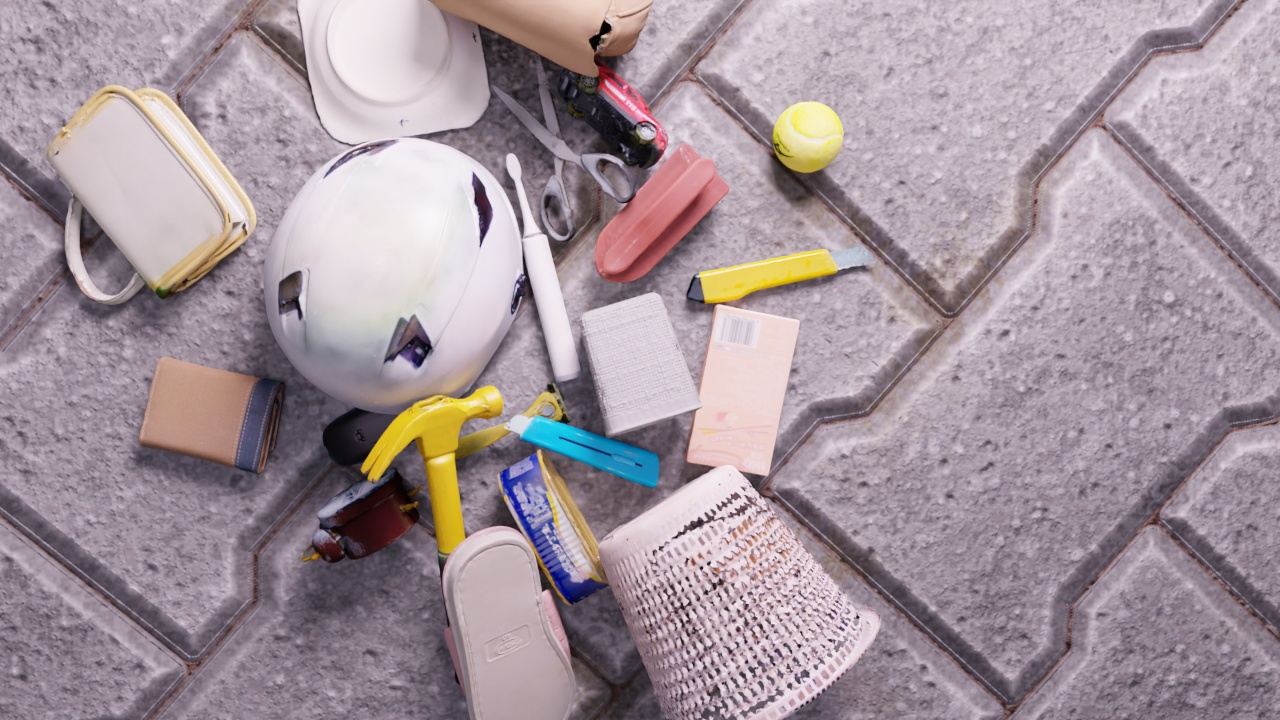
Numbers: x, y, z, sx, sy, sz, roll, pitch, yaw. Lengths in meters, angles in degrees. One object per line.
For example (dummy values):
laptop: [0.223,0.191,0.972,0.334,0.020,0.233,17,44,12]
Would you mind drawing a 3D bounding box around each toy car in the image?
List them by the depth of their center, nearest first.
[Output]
toy car: [-0.022,-0.233,0.857,0.120,0.053,0.045,44,65,-2]

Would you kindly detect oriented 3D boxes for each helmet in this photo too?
helmet: [-0.219,-0.082,0.800,0.229,0.146,0.258,23,88,-3]

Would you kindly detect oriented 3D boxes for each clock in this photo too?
clock: [-0.263,0.149,0.855,0.122,0.082,0.055,-30,103,-5]

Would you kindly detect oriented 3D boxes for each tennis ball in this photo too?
tennis ball: [0.158,-0.211,0.867,0.065,0.065,0.065,0,95,-5]

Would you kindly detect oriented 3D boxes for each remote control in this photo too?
remote control: [-0.239,0.059,0.878,0.136,0.024,0.053,-24,96,-2]

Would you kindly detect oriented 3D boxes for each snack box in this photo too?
snack box: [0.099,0.029,0.902,0.084,0.026,0.157,11,94,-6]

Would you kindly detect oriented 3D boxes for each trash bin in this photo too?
trash bin: [0.071,0.211,0.835,0.227,0.227,0.192,-32,84,-2]

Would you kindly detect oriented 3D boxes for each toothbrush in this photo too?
toothbrush: [-0.096,-0.088,0.876,0.026,0.026,0.221,-15,96,-5]

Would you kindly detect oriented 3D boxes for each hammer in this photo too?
hammer: [-0.174,0.173,0.845,0.128,0.033,0.301,-17,116,-30]

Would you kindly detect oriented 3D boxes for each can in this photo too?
can: [-0.080,0.160,0.875,0.049,0.074,0.148,-29,97,1]

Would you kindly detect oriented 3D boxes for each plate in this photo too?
plate: [-0.229,-0.290,0.845,0.164,0.034,0.163,-10,96,-3]

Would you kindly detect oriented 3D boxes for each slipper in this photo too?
slipper: [-0.125,0.260,0.853,0.114,0.054,0.275,-24,125,-22]

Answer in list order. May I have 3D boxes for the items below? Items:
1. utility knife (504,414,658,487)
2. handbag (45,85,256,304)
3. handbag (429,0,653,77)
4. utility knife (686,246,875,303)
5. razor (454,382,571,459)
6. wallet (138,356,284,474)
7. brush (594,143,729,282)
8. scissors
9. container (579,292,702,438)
utility knife: [-0.054,0.084,0.884,0.162,0.018,0.034,21,87,-17]
handbag: [-0.459,-0.137,0.834,0.179,0.063,0.163,-36,97,14]
handbag: [-0.095,-0.324,0.802,0.204,0.147,0.100,25,124,-5]
utility knife: [0.137,-0.085,0.901,0.192,0.015,0.033,-11,99,-4]
razor: [-0.135,0.067,0.888,0.132,0.028,0.043,-24,100,-1]
wallet: [-0.401,0.051,0.861,0.115,0.033,0.090,13,91,-5]
brush: [0.013,-0.132,0.860,0.063,0.069,0.146,44,90,-6]
scissors: [-0.075,-0.195,0.861,0.179,0.014,0.160,23,109,15]
container: [-0.005,0.005,0.856,0.090,0.090,0.114,-17,85,-5]
